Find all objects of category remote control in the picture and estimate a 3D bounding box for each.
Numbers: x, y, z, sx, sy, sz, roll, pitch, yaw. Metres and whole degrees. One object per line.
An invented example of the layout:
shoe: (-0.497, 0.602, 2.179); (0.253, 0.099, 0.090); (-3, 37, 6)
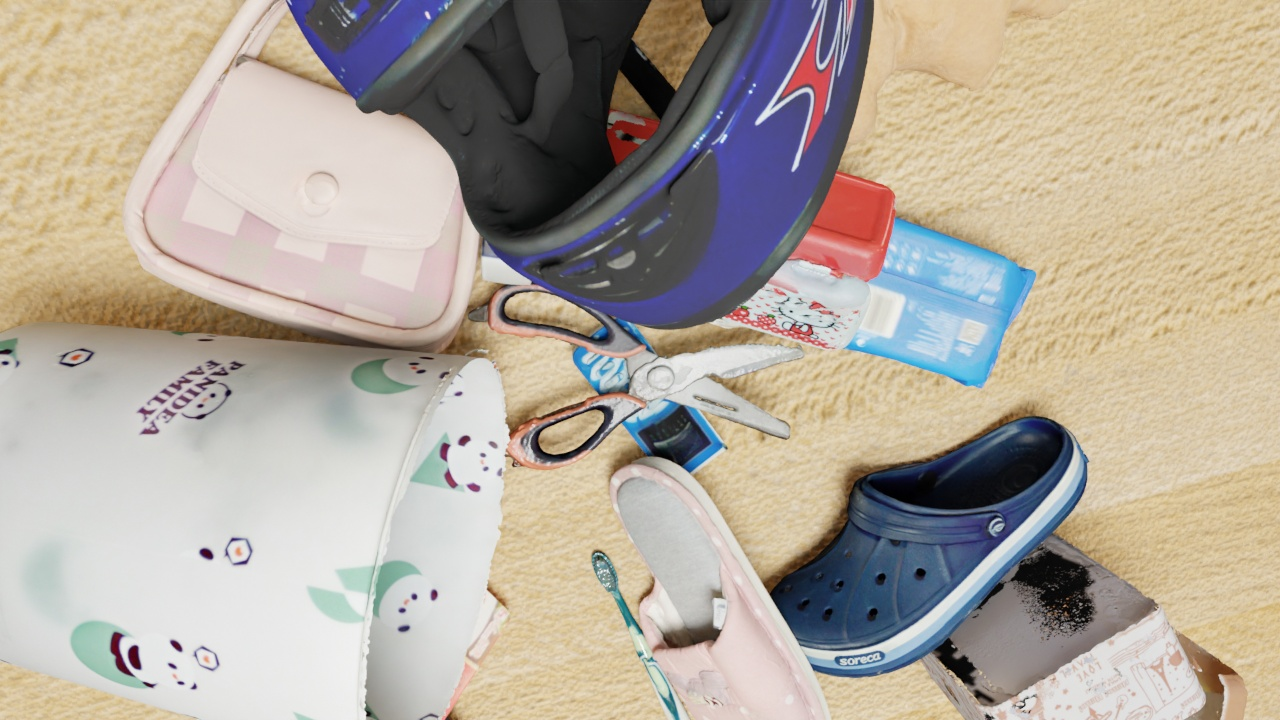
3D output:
remote control: (0.006, 0.028, 0.630); (0.049, 0.024, 0.125); (-37, 103, 2)

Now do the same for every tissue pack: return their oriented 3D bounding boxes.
tissue pack: (0.184, -0.044, 0.624); (0.157, 0.052, 0.095); (16, 102, -10)

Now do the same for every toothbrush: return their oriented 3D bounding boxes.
toothbrush: (0.007, 0.223, 0.678); (0.016, 0.018, 0.191); (-25, 104, -1)

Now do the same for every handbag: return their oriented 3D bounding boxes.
handbag: (-0.174, -0.131, 0.549); (0.193, 0.093, 0.234); (18, 92, -12)

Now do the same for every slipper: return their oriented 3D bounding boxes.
slipper: (0.193, 0.118, 0.633); (0.253, 0.105, 0.095); (-36, 109, 0)
slipper: (0.049, 0.192, 0.634); (0.054, 0.114, 0.274); (-35, 106, -39)

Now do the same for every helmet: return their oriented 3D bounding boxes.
helmet: (-0.043, -0.190, 0.412); (0.240, 0.248, 0.314); (24, 54, -36)

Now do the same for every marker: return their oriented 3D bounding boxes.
marker: (-0.009, -0.192, 0.581); (0.022, 0.020, 0.132); (-41, 104, 8)

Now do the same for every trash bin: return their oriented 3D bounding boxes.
trash bin: (-0.224, 0.088, 0.506); (0.252, 0.229, 0.230); (9, 101, 5)

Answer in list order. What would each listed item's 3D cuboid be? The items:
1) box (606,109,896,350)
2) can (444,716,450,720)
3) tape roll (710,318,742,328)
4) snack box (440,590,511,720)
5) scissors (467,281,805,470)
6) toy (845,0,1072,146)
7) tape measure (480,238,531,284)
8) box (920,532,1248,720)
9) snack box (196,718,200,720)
box: (0.048, -0.074, 0.580); (0.201, 0.095, 0.102); (18, 139, 6)
can: (-0.171, 0.264, 0.634); (0.075, 0.075, 0.111); (-34, 105, 1)
tape roll: (0.064, -0.065, 0.622); (0.085, 0.014, 0.086); (-2, 103, -7)
snack box: (-0.153, 0.203, 0.597); (0.075, 0.152, 0.026); (48, 137, -13)
scissors: (-0.010, 0.011, 0.601); (0.226, 0.015, 0.189); (-34, 96, 4)
toy: (0.176, -0.233, 0.570); (0.226, 0.082, 0.143); (-25, 109, -5)
tape measure: (-0.080, -0.080, 0.570); (0.033, 0.066, 0.066); (6, 90, -5)
box: (0.299, 0.229, 0.637); (0.154, 0.182, 0.185); (-30, 101, 0)
snack box: (-0.259, 0.245, 0.619); (0.051, 0.074, 0.175); (-1, 103, -7)
